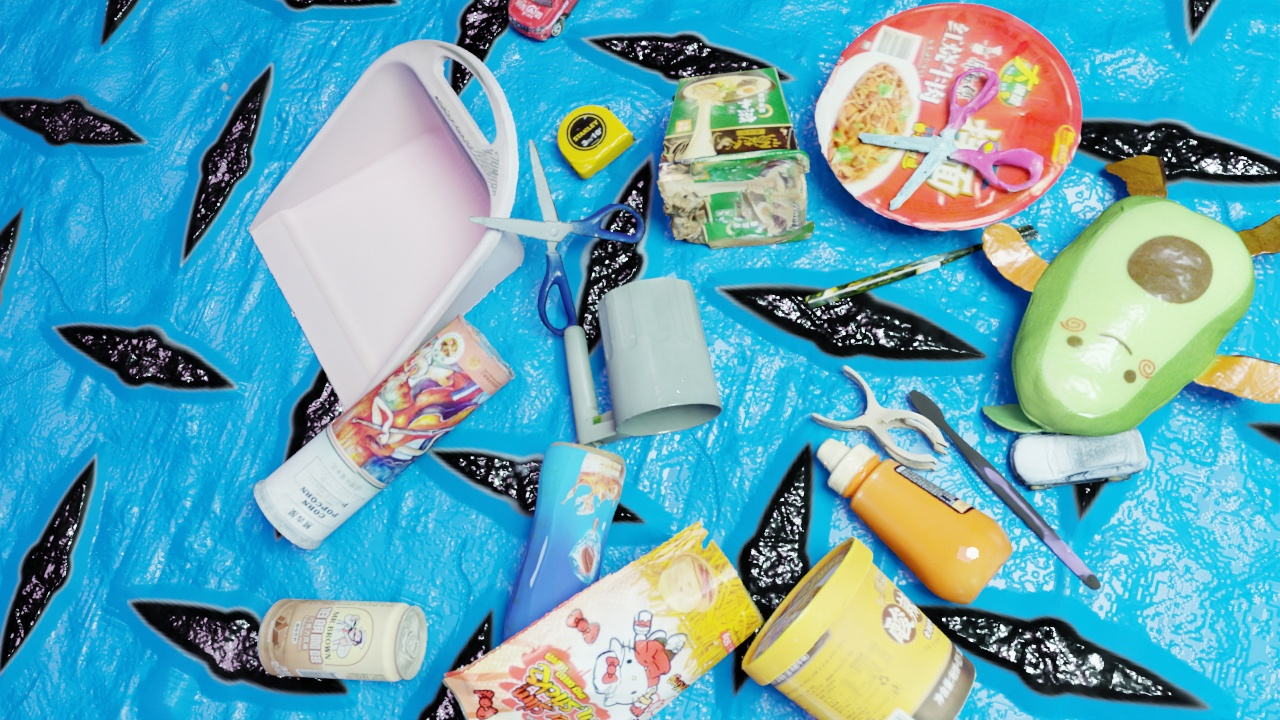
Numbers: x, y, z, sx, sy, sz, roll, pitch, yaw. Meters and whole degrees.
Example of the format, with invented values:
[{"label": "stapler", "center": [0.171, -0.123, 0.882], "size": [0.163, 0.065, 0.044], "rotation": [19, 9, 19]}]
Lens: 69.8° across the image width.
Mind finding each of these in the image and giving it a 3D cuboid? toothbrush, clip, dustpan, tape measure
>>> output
[{"label": "toothbrush", "center": [0.220, -0.073, 0.723], "size": [0.186, 0.017, 0.012], "rotation": [-18, 110, 6]}, {"label": "clip", "center": [0.184, 0.047, 0.693], "size": [0.100, 0.034, 0.070], "rotation": [30, 83, 25]}, {"label": "toothbrush", "center": [0.266, 0.093, 0.676], "size": [0.014, 0.016, 0.189], "rotation": [-43, 75, 9]}, {"label": "dustpan", "center": [-0.216, -0.126, 0.757], "size": [0.273, 0.139, 0.222], "rotation": [-36, 72, -1]}, {"label": "tape measure", "center": [-0.042, -0.191, 0.798], "size": [0.060, 0.029, 0.057], "rotation": [-39, 73, -1]}]

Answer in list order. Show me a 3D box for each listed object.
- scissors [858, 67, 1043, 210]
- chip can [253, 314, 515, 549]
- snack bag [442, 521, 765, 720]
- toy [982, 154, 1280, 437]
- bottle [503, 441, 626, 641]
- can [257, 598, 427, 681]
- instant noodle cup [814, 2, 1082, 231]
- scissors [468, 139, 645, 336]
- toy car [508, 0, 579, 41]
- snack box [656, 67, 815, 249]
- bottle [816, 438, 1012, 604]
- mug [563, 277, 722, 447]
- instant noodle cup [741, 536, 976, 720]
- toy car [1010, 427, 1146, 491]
[{"label": "scissors", "center": [0.230, -0.165, 0.680], "size": [0.133, 0.017, 0.133], "rotation": [12, 81, 17]}, {"label": "chip can", "center": [-0.204, 0.056, 0.742], "size": [0.214, 0.071, 0.071], "rotation": [-41, 72, -2]}, {"label": "snack bag", "center": [-0.019, 0.209, 0.644], "size": [0.207, 0.073, 0.128], "rotation": [-32, 114, -13]}, {"label": "toy", "center": [0.352, -0.042, 0.653], "size": [0.227, 0.090, 0.246], "rotation": [34, 80, 24]}, {"label": "bottle", "center": [-0.064, 0.173, 0.688], "size": [0.065, 0.065, 0.218], "rotation": [11, 78, 13]}, {"label": "can", "center": [-0.230, 0.216, 0.710], "size": [0.116, 0.058, 0.058], "rotation": [-1, 75, 10]}, {"label": "instant noodle cup", "center": [0.237, -0.182, 0.724], "size": [0.194, 0.066, 0.193], "rotation": [-2, 76, 9]}, {"label": "scissors", "center": [-0.062, -0.094, 0.729], "size": [0.012, 0.175, 0.163], "rotation": [31, 122, 42]}, {"label": "toy car", "center": [-0.076, -0.350, 0.840], "size": [0.053, 0.045, 0.120], "rotation": [31, 85, 18]}, {"label": "snack box", "center": [0.077, -0.166, 0.732], "size": [0.117, 0.118, 0.105], "rotation": [-3, 65, 10]}, {"label": "bottle", "center": [0.189, 0.107, 0.662], "size": [0.149, 0.067, 0.066], "rotation": [39, 85, 25]}, {"label": "mug", "center": [-0.004, 0.004, 0.718], "size": [0.124, 0.083, 0.103], "rotation": [-19, 71, 26]}, {"label": "instant noodle cup", "center": [0.149, 0.200, 0.617], "size": [0.114, 0.118, 0.118], "rotation": [41, 86, 10]}, {"label": "toy car", "center": [0.315, 0.069, 0.660], "size": [0.091, 0.034, 0.043], "rotation": [-8, 77, 10]}]
